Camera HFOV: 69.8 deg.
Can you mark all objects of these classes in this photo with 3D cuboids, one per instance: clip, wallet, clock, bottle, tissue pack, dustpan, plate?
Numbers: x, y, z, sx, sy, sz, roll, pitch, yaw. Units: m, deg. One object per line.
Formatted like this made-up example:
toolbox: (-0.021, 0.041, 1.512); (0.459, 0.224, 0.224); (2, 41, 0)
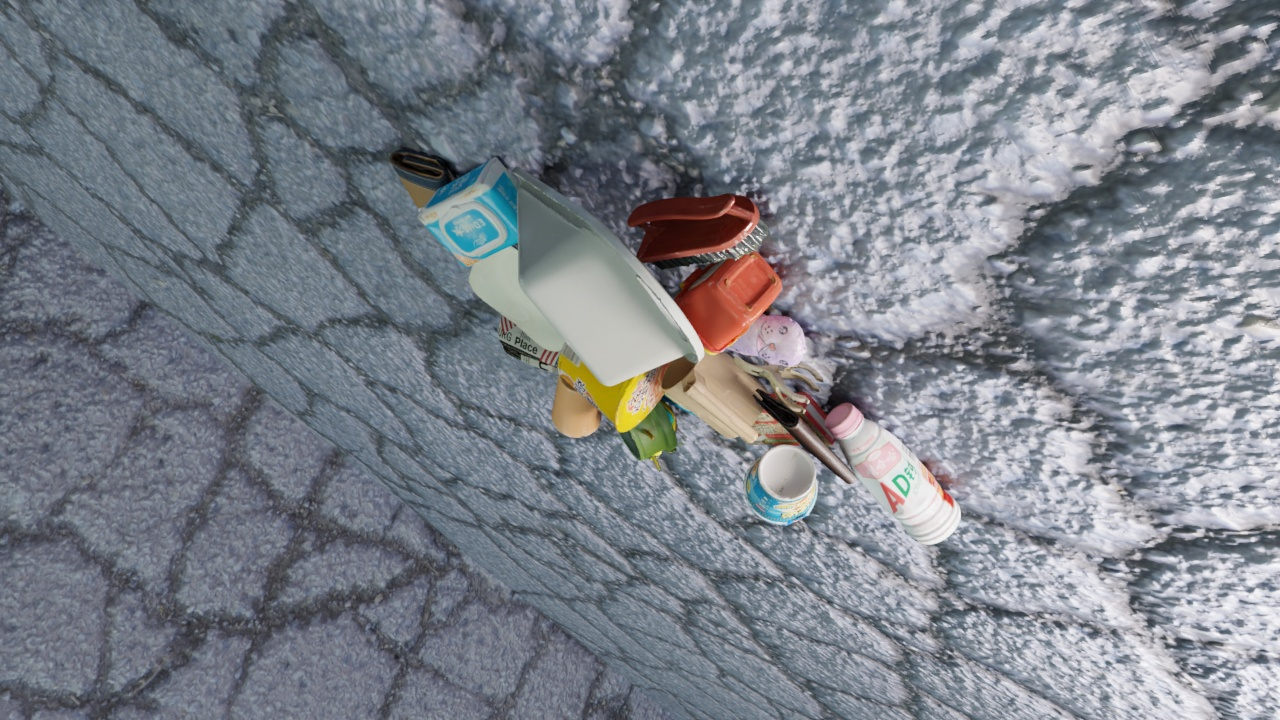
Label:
clip: (0.166, 0.008, 1.047); (0.104, 0.082, 0.035); (48, 162, 22)
wallet: (-0.256, -0.206, 1.145); (0.090, 0.033, 0.115); (23, 154, 26)
clock: (-0.010, 0.071, 1.279); (0.161, 0.056, 0.116); (54, 165, 33)
bottle: (0.288, 0.129, 1.060); (0.197, 0.068, 0.068); (45, 153, -17)
tissue pack: (-0.186, -0.167, 1.062); (0.140, 0.063, 0.090); (-18, 125, 38)
wallet: (0.186, 0.087, 1.049); (0.122, 0.020, 0.096); (43, 180, -31)
dustpan: (-0.023, -0.092, 0.962); (0.143, 0.257, 0.223); (-25, 126, 19)
plate: (-0.144, -0.093, 1.195); (0.163, 0.034, 0.165); (39, 149, -1)

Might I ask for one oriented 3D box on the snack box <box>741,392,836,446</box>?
snack box: (0.169, 0.074, 1.148); (0.075, 0.025, 0.153); (46, 152, -25)

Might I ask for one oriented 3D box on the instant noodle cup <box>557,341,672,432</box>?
instant noodle cup: (-0.029, 0.004, 1.143); (0.110, 0.137, 0.138); (34, 156, 19)

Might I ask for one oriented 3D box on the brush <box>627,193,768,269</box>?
brush: (0.053, -0.129, 0.880); (0.146, 0.063, 0.069); (0, 152, 48)

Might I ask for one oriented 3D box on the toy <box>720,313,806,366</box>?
toy: (0.131, -0.030, 0.994); (0.108, 0.038, 0.084); (21, 130, 28)

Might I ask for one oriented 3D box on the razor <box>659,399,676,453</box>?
razor: (0.036, 0.088, 1.324); (0.043, 0.028, 0.133); (60, 171, 31)

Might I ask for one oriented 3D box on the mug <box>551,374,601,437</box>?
mug: (-0.093, 0.052, 1.368); (0.078, 0.078, 0.123); (28, 149, 12)

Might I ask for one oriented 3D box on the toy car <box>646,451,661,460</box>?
toy car: (0.001, 0.106, 1.380); (0.032, 0.048, 0.105); (-24, 122, 30)

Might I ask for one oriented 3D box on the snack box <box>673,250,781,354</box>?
snack box: (0.088, -0.065, 0.922); (0.082, 0.091, 0.080); (47, 145, -4)

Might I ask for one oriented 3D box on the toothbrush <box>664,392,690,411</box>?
toothbrush: (-0.007, 0.007, 1.210); (0.191, 0.018, 0.016); (40, 144, 12)

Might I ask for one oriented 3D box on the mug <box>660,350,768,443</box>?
mug: (0.091, 0.039, 1.082); (0.103, 0.084, 0.124); (39, -166, -15)

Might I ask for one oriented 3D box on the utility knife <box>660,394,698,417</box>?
utility knife: (0.078, 0.065, 1.202); (0.191, 0.018, 0.034); (26, 157, 45)

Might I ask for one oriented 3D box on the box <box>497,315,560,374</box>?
box: (-0.130, -0.029, 1.289); (0.163, 0.076, 0.088); (22, 131, 29)

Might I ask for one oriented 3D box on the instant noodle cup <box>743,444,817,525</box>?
instant noodle cup: (0.182, 0.151, 1.161); (0.099, 0.099, 0.110); (28, 165, 12)
